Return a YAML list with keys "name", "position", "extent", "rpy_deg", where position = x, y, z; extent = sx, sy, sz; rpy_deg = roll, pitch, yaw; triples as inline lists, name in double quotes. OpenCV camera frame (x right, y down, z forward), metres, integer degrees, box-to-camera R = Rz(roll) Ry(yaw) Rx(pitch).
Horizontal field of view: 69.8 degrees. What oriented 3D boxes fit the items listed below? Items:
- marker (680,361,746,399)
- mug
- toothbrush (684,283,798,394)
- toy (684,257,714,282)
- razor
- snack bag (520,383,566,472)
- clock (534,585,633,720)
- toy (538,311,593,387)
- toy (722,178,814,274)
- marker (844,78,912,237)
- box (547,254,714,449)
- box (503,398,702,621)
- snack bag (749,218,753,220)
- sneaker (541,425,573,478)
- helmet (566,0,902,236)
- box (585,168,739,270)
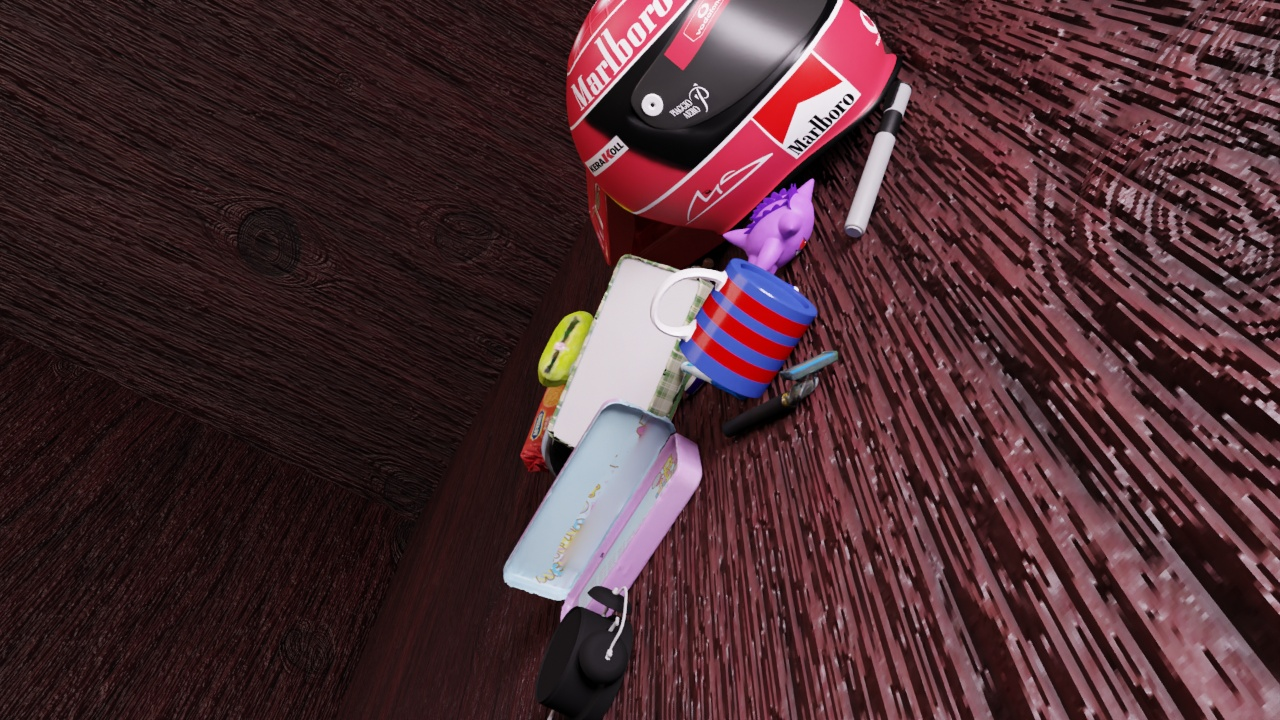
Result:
- name: "marker"
  position: [0.061, 0.015, 0.793]
  extent: [0.013, 0.013, 0.142]
  rpy_deg: [-63, 18, -1]
- name: "mug"
  position: [0.064, -0.032, 0.680]
  extent: [0.076, 0.112, 0.075]
  rpy_deg: [-58, 17, 19]
- name: "toothbrush"
  position: [0.082, -0.015, 0.803]
  extent: [0.187, 0.016, 0.015]
  rpy_deg: [-47, 21, 51]
- name: "toy"
  position: [0.046, -0.074, 1.038]
  extent: [0.102, 0.041, 0.054]
  rpy_deg: [-45, 9, 41]
- name: "razor"
  position: [0.092, 0.032, 0.649]
  extent: [0.042, 0.022, 0.145]
  rpy_deg: [-21, -13, -25]
- name: "snack bag"
  position: [-0.108, 0.084, 1.268]
  extent: [0.083, 0.082, 0.176]
  rpy_deg: [-48, 18, 51]
- name: "clock"
  position: [-0.039, 0.227, 0.713]
  extent: [0.121, 0.042, 0.091]
  rpy_deg: [-57, 13, 26]
- name: "toy"
  position: [-0.076, -0.009, 1.004]
  extent: [0.092, 0.043, 0.118]
  rpy_deg: [-62, -8, -4]
- name: "toy"
  position: [0.114, -0.110, 0.778]
  extent: [0.088, 0.056, 0.105]
  rpy_deg: [-43, 14, 48]
- name: "marker"
  position: [0.179, -0.153, 0.691]
  extent: [0.140, 0.016, 0.016]
  rpy_deg: [-67, 12, -22]
- name: "box"
  position: [-0.005, 0.005, 0.902]
  extent: [0.118, 0.050, 0.205]
  rpy_deg: [21, 90, 38]
- name: "box"
  position: [-0.041, 0.141, 0.792]
  extent: [0.214, 0.093, 0.089]
  rpy_deg: [-59, 12, 19]
- name: "snack bag"
  position: [0.122, -0.217, 1.036]
  extent: [0.078, 0.041, 0.225]
  rpy_deg: [-58, 11, 18]
- name: "sneaker"
  position: [-0.023, 0.021, 1.034]
  extent: [0.256, 0.093, 0.160]
  rpy_deg: [-61, 3, 0]
- name: "helmet"
  position: [0.054, -0.250, 0.818]
  extent: [0.272, 0.224, 0.197]
  rpy_deg: [-40, 20, 35]
- name: "box"
  position: [0.024, -0.182, 1.064]
  extent: [0.157, 0.165, 0.152]
  rpy_deg: [-109, 18, -56]
